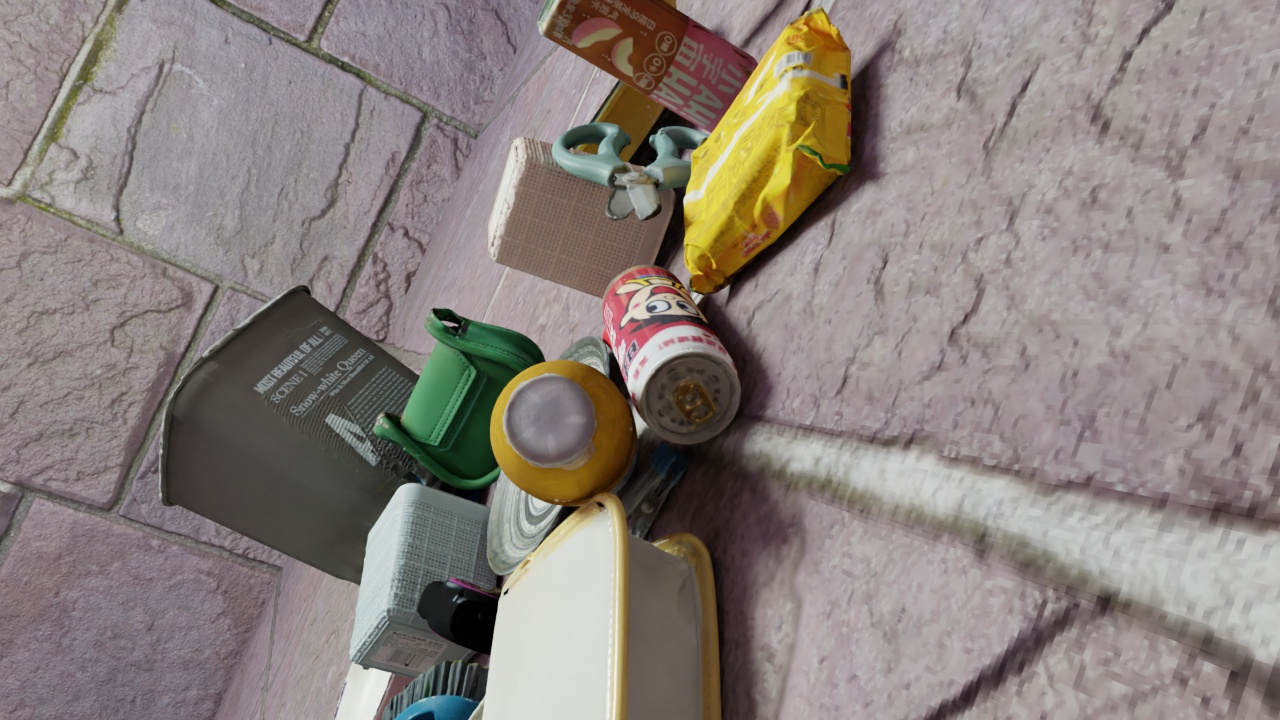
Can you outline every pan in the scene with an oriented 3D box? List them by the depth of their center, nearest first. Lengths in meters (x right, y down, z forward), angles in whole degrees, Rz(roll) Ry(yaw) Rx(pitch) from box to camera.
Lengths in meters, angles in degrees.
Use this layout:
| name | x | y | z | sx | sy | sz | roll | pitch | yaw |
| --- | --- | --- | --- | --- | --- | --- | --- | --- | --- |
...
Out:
| name | x | y | z | sx | sy | sz | roll | pitch | yaw |
| --- | --- | --- | --- | --- | --- | --- | --- | --- | --- |
| pan | -0.001 | -0.239 | 0.717 | 0.358 | 0.078 | 0.197 | -36 | 23 | 59 |

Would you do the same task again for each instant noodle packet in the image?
| name | x | y | z | sx | sy | sz | roll | pitch | yaw |
| --- | --- | --- | --- | --- | --- | --- | --- | --- | --- |
| instant noodle packet | 0.067 | -0.109 | 0.491 | 0.129 | 0.044 | 0.110 | 135 | 147 | -53 |

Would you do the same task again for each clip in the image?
| name | x | y | z | sx | sy | sz | roll | pitch | yaw |
| --- | --- | --- | --- | --- | --- | --- | --- | --- | --- |
| clip | 0.005 | 0.071 | 0.479 | 0.057 | 0.032 | 0.025 | -56 | 22 | 4 |

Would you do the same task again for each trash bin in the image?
| name | x | y | z | sx | sy | sz | roll | pitch | yaw |
| --- | --- | --- | --- | --- | --- | --- | --- | --- | --- |
| trash bin | -0.291 | 0.082 | 0.859 | 0.199 | 0.220 | 0.198 | -62 | -3 | 41 |

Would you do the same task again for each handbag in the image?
| name | x | y | z | sx | sy | sz | roll | pitch | yaw |
| --- | --- | --- | --- | --- | --- | --- | --- | --- | --- |
| handbag | -0.040 | 0.165 | 0.393 | 0.179 | 0.063 | 0.163 | -43 | 29 | 33 |
| handbag | -0.145 | 0.033 | 0.764 | 0.131 | 0.120 | 0.068 | -61 | 13 | 17 |

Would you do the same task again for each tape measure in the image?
| name | x | y | z | sx | sy | sz | roll | pitch | yaw |
| --- | --- | --- | --- | --- | --- | --- | --- | --- | --- |
| tape measure | -0.108 | 0.164 | 0.595 | 0.057 | 0.058 | 0.039 | 6 | 69 | 51 |

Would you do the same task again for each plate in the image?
| name | x | y | z | sx | sy | sz | roll | pitch | yaw |
| --- | --- | --- | --- | --- | --- | --- | --- | --- | --- |
| plate | -0.060 | 0.067 | 0.645 | 0.180 | 0.024 | 0.179 | -51 | 25 | 34 |
| plate | -0.211 | 0.261 | 0.780 | 0.193 | 0.039 | 0.192 | -53 | 22 | 32 |

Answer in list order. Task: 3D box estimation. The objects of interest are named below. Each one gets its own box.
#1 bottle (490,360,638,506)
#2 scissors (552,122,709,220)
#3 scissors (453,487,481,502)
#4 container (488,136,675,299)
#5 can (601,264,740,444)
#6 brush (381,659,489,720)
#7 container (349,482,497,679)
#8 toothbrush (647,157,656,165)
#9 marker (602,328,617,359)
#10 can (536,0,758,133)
| name | x | y | z | sx | sy | sz | roll | pitch | yaw |
| --- | --- | --- | --- | --- | --- | --- | --- | --- | --- |
| bottle | -0.036 | 0.038 | 0.456 | 0.189 | 0.068 | 0.068 | 87 | -155 | -81 |
| scissors | -0.016 | -0.121 | 0.581 | 0.179 | 0.143 | 0.019 | -66 | -17 | -57 |
| scissors | -0.145 | 0.074 | 0.878 | 0.172 | 0.012 | 0.133 | -65 | 17 | -2 |
| container | -0.046 | -0.103 | 0.658 | 0.090 | 0.111 | 0.090 | -109 | 37 | -63 |
| can | 0.013 | -0.007 | 0.493 | 0.053 | 0.053 | 0.132 | -60 | 20 | 16 |
| brush | -0.132 | 0.240 | 0.572 | 0.144 | 0.055 | 0.073 | -45 | 26 | 44 |
| container | -0.158 | 0.169 | 0.682 | 0.090 | 0.090 | 0.111 | -52 | 26 | 34 |
| toothbrush | 0.028 | -0.132 | 0.667 | 0.181 | 0.015 | 0.018 | -121 | 49 | -67 |
| marker | -0.003 | 0.003 | 0.580 | 0.017 | 0.017 | 0.145 | -62 | 20 | 10 |
| can | 0.008 | -0.207 | 0.607 | 0.058 | 0.147 | 0.057 | -53 | 22 | 32 |
